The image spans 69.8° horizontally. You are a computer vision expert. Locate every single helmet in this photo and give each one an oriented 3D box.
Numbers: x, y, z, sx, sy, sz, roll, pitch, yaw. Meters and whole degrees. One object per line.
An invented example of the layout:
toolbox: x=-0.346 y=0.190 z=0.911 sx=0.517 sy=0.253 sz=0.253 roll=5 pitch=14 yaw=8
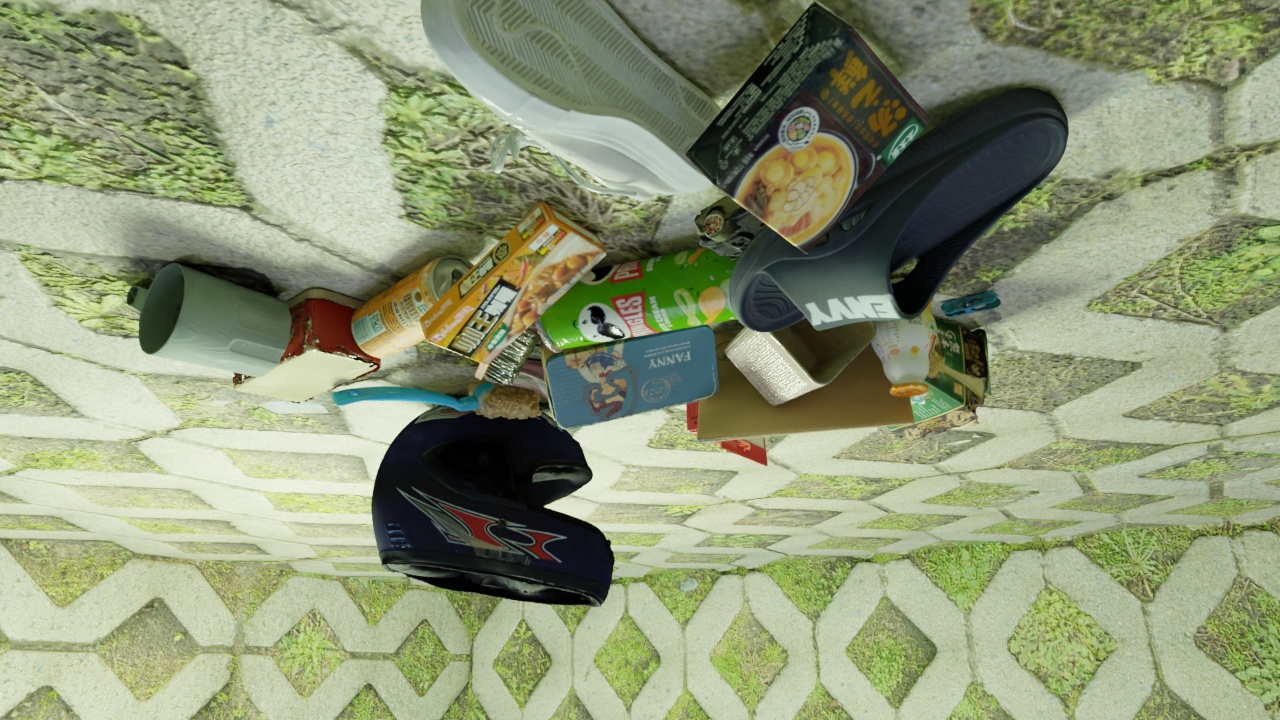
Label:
helmet: x=-0.178 y=0.172 z=1.175 sx=0.315 sy=0.240 sz=0.248 roll=11 pitch=159 yaw=-1

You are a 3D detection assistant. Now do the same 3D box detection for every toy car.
toy car: x=0.112 y=-0.119 z=0.688 sx=0.159 sy=0.042 sz=0.070 roll=-25 pitch=150 yaw=36

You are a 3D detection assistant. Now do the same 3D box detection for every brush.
brush: x=-0.135 y=-0.031 z=0.900 sx=0.073 sy=0.063 sz=0.146 roll=33 pitch=153 yaw=-4
brush: x=-0.216 y=0.040 z=1.022 sx=0.254 sy=0.046 sz=0.083 roll=2 pitch=-158 yaw=-40

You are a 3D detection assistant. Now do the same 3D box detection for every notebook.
notebook: x=0.162 y=0.017 z=0.932 sx=0.208 sy=0.147 sz=0.008 roll=-6 pitch=135 yaw=13

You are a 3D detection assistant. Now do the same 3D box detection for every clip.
clip: x=0.331 y=-0.056 z=0.921 sx=0.057 sy=0.014 sz=0.043 roll=-14 pitch=157 yaw=26

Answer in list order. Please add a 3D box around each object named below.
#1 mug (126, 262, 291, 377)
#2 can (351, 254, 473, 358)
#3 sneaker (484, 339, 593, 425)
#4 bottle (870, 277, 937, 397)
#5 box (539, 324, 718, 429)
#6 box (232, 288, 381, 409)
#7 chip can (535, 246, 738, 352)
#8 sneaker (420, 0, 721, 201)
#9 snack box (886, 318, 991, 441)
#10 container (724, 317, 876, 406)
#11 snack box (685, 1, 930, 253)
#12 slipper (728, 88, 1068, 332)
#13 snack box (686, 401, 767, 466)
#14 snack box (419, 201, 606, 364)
mug: x=-0.400 y=-0.038 z=0.849 sx=0.124 sy=0.083 sz=0.103 roll=17 pitch=178 yaw=42
can: x=-0.207 y=-0.047 z=0.844 sx=0.058 sy=0.058 sz=0.146 roll=17 pitch=154 yaw=-41
sneaker: x=-0.061 y=0.031 z=1.028 sx=0.240 sy=0.087 sz=0.118 roll=7 pitch=158 yaw=-20
bottle: x=0.250 y=-0.021 z=0.872 sx=0.063 sy=0.108 sz=0.063 roll=0 pitch=161 yaw=0
box: x=-0.006 y=0.005 z=0.916 sx=0.184 sy=0.059 sz=0.090 roll=-13 pitch=120 yaw=-4
box: x=-0.339 y=-0.004 z=0.926 sx=0.169 sy=0.080 sz=0.091 roll=-19 pitch=155 yaw=39
chip can: x=0.026 y=-0.060 z=0.806 sx=0.236 sy=0.072 sz=0.072 roll=-9 pitch=159 yaw=19
sneaker: x=-0.045 y=-0.152 z=0.537 sx=0.091 sy=0.089 sz=0.242 roll=-10 pitch=165 yaw=35
snack box: x=0.294 y=0.010 z=0.984 sx=0.105 sy=0.117 sz=0.118 roll=27 pitch=145 yaw=-31
container: x=0.145 y=-0.019 z=0.871 sx=0.090 sy=0.090 sz=0.111 roll=-42 pitch=178 yaw=-22
snack box: x=0.108 y=-0.135 z=0.565 sx=0.125 sy=0.053 sz=0.113 roll=25 pitch=114 yaw=-43
slipper: x=0.180 y=-0.083 z=0.648 sx=0.269 sy=0.083 sz=0.110 roll=-32 pitch=143 yaw=26
snack box: x=0.097 y=0.052 z=1.040 sx=0.044 sy=0.127 sz=0.113 roll=-14 pitch=156 yaw=31
snack box: x=-0.107 y=-0.061 z=0.767 sx=0.154 sy=0.026 sz=0.075 roll=-40 pitch=145 yaw=19
